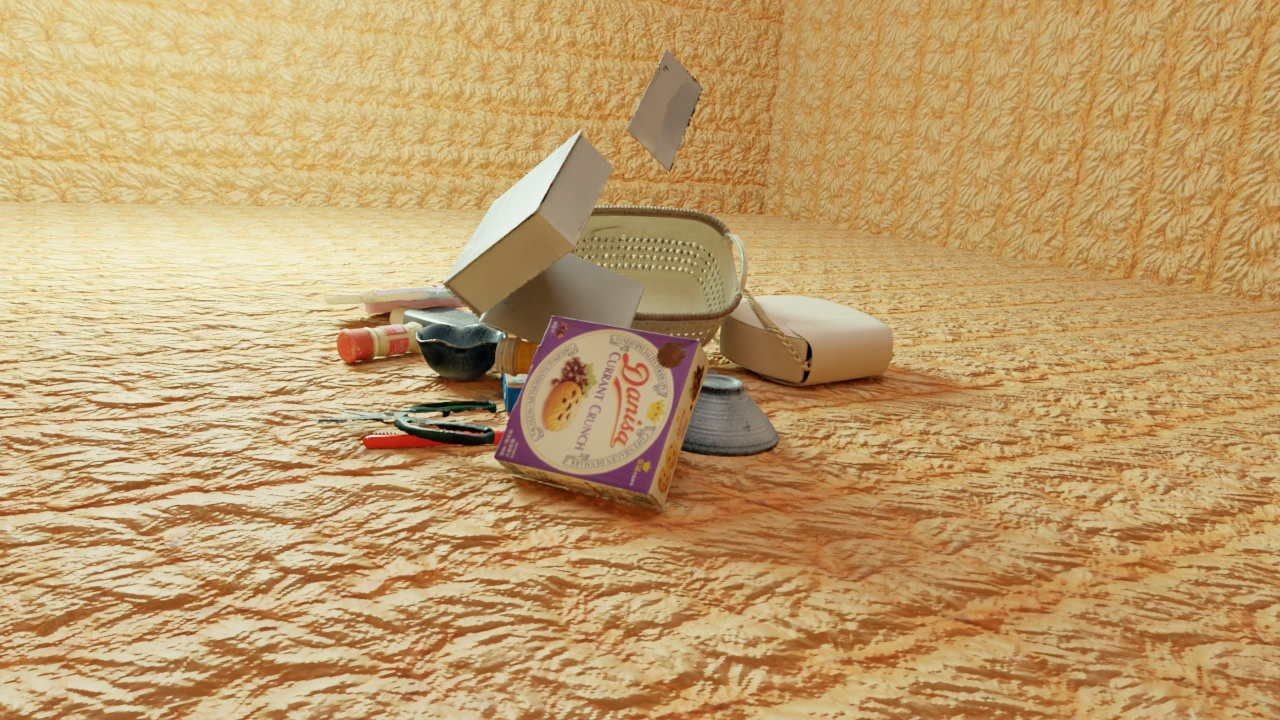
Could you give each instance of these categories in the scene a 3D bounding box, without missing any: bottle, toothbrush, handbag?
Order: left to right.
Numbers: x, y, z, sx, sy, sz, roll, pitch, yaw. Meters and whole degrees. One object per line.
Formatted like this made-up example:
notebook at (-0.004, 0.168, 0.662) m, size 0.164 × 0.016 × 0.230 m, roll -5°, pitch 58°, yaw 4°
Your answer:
bottle at (-0.323, -0.024, 1.149) m, size 0.044 × 0.044 × 0.108 m, roll 16°, pitch 18°, yaw 39°
bottle at (-0.267, -0.042, 1.228) m, size 0.174 × 0.046 × 0.083 m, roll 14°, pitch 17°, yaw 35°
toothbrush at (-0.155, 0.073, 0.875) m, size 0.212 × 0.012 × 0.018 m, roll 0°, pitch 11°, yaw -18°
bottle at (-0.057, 0.004, 0.957) m, size 0.186 × 0.053 × 0.053 m, roll 6°, pitch 14°, yaw 8°
handbag at (0.218, -0.039, 1.246) m, size 0.210 × 0.103 × 0.209 m, roll -6°, pitch 21°, yaw -31°

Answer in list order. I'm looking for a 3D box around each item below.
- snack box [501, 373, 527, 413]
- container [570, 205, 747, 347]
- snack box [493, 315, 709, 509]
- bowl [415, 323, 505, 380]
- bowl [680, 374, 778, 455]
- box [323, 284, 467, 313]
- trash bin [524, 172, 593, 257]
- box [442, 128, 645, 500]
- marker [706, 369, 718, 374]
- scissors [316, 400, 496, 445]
snack box at (-0.112, 0.023, 1.039) m, size 0.087 × 0.034 × 0.151 m, roll 2°, pitch 14°, yaw -11°
container at (0.004, -0.100, 1.202) m, size 0.246 × 0.143 × 0.184 m, roll 2°, pitch 56°, yaw -10°
snack box at (-0.032, 0.042, 0.787) m, size 0.148 × 0.143 × 0.040 m, roll 10°, pitch -24°, yaw 22°
bowl at (-0.214, -0.008, 1.092) m, size 0.110 × 0.055 × 0.110 m, roll 3°, pitch 14°, yaw -1°
bowl at (0.077, 0.048, 0.947) m, size 0.137 × 0.057 × 0.137 m, roll 4°, pitch 14°, yaw -1°
box at (-0.336, -0.087, 1.330) m, size 0.202 × 0.038 × 0.152 m, roll -1°, pitch 8°, yaw 30°
trash bin at (-0.149, -0.229, 1.672) m, size 0.151 × 0.210 × 0.151 m, roll 5°, pitch 14°, yaw -1°
box at (-0.068, -0.036, 1.082) m, size 0.174 × 0.422 × 0.167 m, roll -6°, pitch 40°, yaw 24°
marker at (0.033, 0.008, 1.169) m, size 0.139 × 0.022 × 0.016 m, roll 8°, pitch 11°, yaw 19°
scissors at (-0.196, 0.058, 0.871) m, size 0.201 × 0.015 × 0.203 m, roll -3°, pitch 11°, yaw -40°
